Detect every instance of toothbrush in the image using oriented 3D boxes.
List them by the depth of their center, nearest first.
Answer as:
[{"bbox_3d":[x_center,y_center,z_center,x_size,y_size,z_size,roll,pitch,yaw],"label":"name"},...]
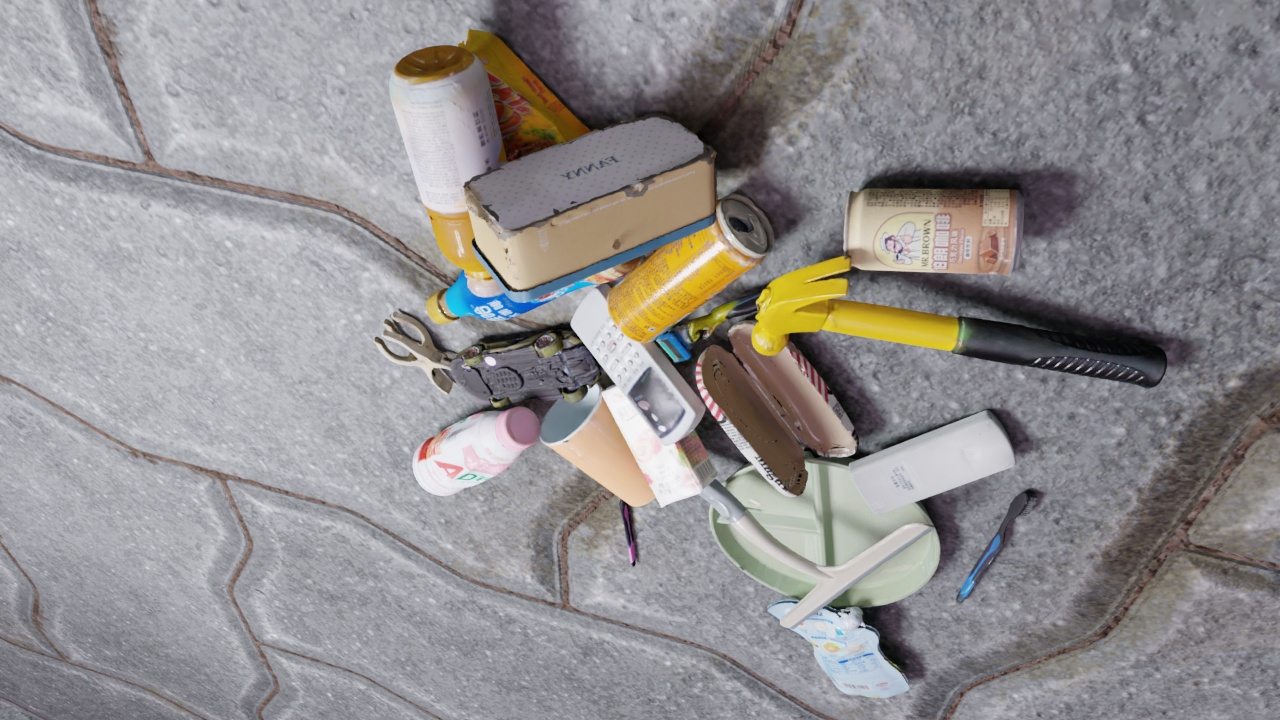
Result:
[{"bbox_3d":[0.339,0.185,0.884,0.016,0.014,0.190,-2,136,-8],"label":"toothbrush"},{"bbox_3d":[-0.019,0.171,1.017,0.018,0.014,0.189,15,137,22],"label":"toothbrush"}]

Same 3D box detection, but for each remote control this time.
[{"bbox_3d":[-0.005,0.005,0.799,0.150,0.021,0.058,52,136,14],"label":"remote control"},{"bbox_3d":[0.255,0.090,0.804,0.135,0.019,0.056,-27,112,24],"label":"remote control"}]

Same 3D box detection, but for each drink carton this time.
[{"bbox_3d":[0.019,0.068,0.851,0.054,0.045,0.122,-28,90,36],"label":"drink carton"}]

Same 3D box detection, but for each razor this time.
[{"bbox_3d":[0.081,-0.042,0.747,0.143,0.022,0.042,-24,147,16],"label":"razor"}]

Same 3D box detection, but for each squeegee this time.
[{"bbox_3d":[0.105,0.152,0.883,0.246,0.039,0.247,37,137,3],"label":"squeegee"}]

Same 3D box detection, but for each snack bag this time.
[{"bbox_3d":[0.225,0.320,1.027,0.110,0.038,0.191,2,140,39],"label":"snack bag"}]

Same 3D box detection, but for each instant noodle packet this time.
[{"bbox_3d":[-0.107,-0.175,0.705,0.128,0.044,0.111,40,129,-15],"label":"instant noodle packet"}]

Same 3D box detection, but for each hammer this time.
[{"bbox_3d":[0.236,-0.019,0.685,0.301,0.032,0.129,9,159,1],"label":"hammer"}]

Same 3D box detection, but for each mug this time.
[{"bbox_3d":[-0.030,0.086,0.902,0.078,0.078,0.123,-22,126,36],"label":"mug"}]

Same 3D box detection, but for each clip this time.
[{"bbox_3d":[-0.217,-0.006,0.920,0.100,0.034,0.072,36,135,-25],"label":"clip"}]

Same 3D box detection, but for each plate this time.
[{"bbox_3d":[0.183,0.171,0.925,0.230,0.027,0.231,12,135,12],"label":"plate"}]

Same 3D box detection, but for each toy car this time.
[{"bbox_3d":[-0.111,0.007,0.878,0.158,0.042,0.070,-7,128,26],"label":"toy car"}]

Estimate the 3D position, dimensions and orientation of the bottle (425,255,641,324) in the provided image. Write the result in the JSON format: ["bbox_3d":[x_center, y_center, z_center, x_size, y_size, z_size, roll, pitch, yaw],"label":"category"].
[{"bbox_3d":[-0.100,-0.073,0.782,0.219,0.065,0.065,-18,123,35],"label":"bottle"}]

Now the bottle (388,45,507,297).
[{"bbox_3d":[-0.129,-0.131,0.675,0.068,0.067,0.190,7,134,16],"label":"bottle"}]

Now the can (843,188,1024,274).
[{"bbox_3d":[0.205,-0.091,0.645,0.116,0.058,0.059,4,133,19],"label":"can"}]

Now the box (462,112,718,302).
[{"bbox_3d":[-0.039,-0.109,0.643,0.184,0.089,0.062,-24,136,-15],"label":"box"}]

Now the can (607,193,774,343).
[{"bbox_3d":[0.037,-0.070,0.733,0.058,0.058,0.146,40,133,-16],"label":"can"}]

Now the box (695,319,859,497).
[{"bbox_3d":[0.115,0.046,0.792,0.162,0.086,0.076,49,153,-24],"label":"box"}]

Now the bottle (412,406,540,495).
[{"bbox_3d":[-0.166,0.090,0.939,0.068,0.068,0.197,42,143,-18],"label":"bottle"}]
